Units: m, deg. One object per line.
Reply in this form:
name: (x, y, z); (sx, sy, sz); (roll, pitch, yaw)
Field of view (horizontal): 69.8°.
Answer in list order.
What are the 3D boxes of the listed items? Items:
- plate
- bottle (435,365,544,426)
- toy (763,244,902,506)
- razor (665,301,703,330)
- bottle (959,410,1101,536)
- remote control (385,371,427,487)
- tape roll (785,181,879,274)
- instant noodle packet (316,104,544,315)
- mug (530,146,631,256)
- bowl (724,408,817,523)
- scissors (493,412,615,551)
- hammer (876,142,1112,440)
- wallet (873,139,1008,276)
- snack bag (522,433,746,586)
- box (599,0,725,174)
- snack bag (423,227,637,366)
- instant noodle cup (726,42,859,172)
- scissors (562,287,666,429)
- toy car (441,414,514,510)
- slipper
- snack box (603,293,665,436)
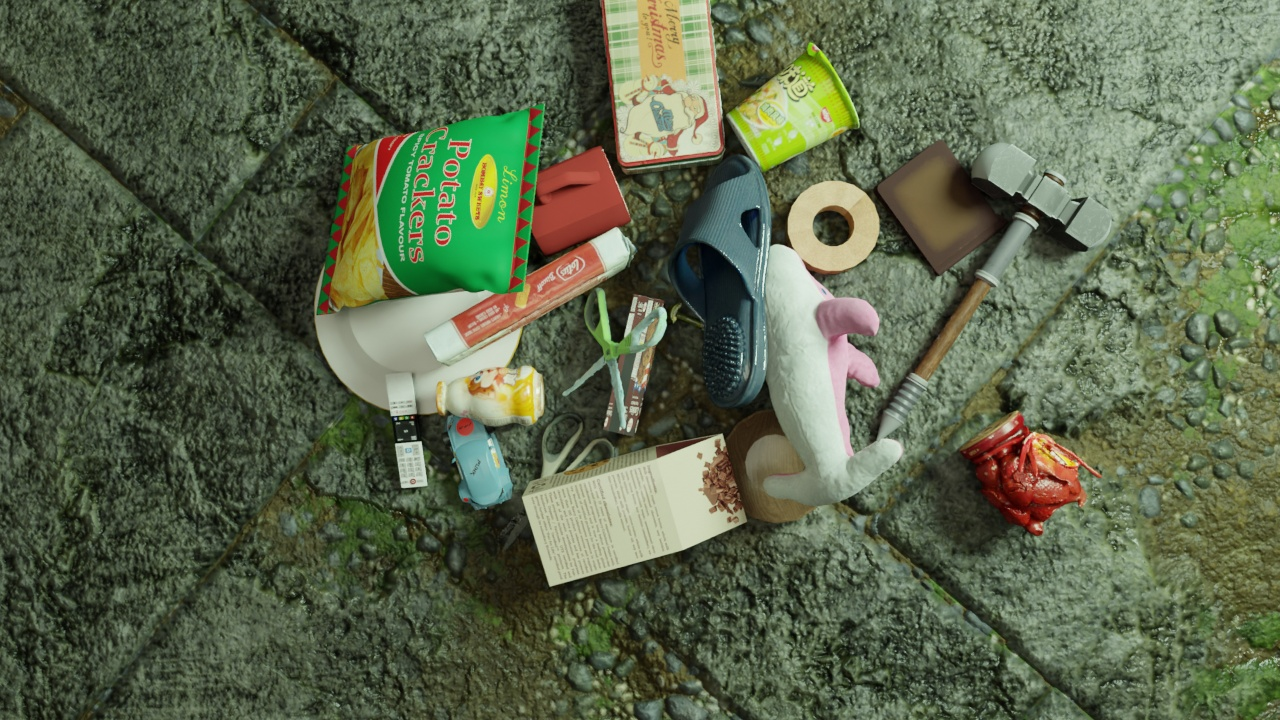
plate: (-0.240, -0.056, 0.981); (0.230, 0.021, 0.229); (0, 88, 3)
bottle: (-0.155, 0.037, 0.951); (0.108, 0.063, 0.063); (-2, 88, -1)
toy: (0.178, 0.011, 0.905); (0.187, 0.127, 0.265); (-28, 63, 41)
razor: (0.078, -0.032, 0.961); (0.106, 0.042, 0.026); (22, 87, -6)
bottle: (0.381, 0.111, 0.903); (0.099, 0.099, 0.111); (-35, 80, 1)
remote control: (-0.247, 0.073, 0.972); (0.028, 0.011, 0.124); (-5, 99, 3)
tape roll: (0.199, -0.138, 0.957); (0.094, 0.027, 0.094); (0, 88, 3)
instant noodle packet: (-0.214, -0.148, 0.919); (0.253, 0.090, 0.195); (-4, 72, 26)
mug: (-0.070, -0.165, 0.928); (0.096, 0.116, 0.080); (-22, 83, 2)
bowl: (0.140, 0.108, 0.951); (0.118, 0.030, 0.118); (0, 88, 3)
scissors: (-0.089, 0.138, 0.971); (0.133, 0.012, 0.169); (9, 88, 4)
hammer: (0.333, -0.051, 0.939); (0.156, 0.043, 0.322); (32, 95, -4)
wallet: (0.313, -0.161, 0.959); (0.091, 0.018, 0.115); (-37, 90, 1)
snack bag: (-0.004, 0.147, 0.931); (0.206, 0.070, 0.094); (-16, 95, 2)
box: (0.022, -0.302, 0.962); (0.118, 0.050, 0.205); (-5, 87, 2)
snack bag: (-0.111, -0.063, 0.933); (0.225, 0.077, 0.041); (-31, 88, -6)
instant noodle cup: (0.151, -0.250, 0.936); (0.108, 0.099, 0.099); (-32, 87, 10)
scissors: (-0.030, -0.008, 0.926); (0.173, 0.021, 0.171); (-38, 52, 34)
toy car: (-0.174, 0.103, 0.969); (0.060, 0.027, 0.107); (-19, 87, 2)
slipper: (0.068, -0.083, 0.900); (0.082, 0.101, 0.263); (11, 70, -31)
snack box: (-0.006, 0.006, 0.952); (0.032, 0.051, 0.141); (13, 89, 3)
